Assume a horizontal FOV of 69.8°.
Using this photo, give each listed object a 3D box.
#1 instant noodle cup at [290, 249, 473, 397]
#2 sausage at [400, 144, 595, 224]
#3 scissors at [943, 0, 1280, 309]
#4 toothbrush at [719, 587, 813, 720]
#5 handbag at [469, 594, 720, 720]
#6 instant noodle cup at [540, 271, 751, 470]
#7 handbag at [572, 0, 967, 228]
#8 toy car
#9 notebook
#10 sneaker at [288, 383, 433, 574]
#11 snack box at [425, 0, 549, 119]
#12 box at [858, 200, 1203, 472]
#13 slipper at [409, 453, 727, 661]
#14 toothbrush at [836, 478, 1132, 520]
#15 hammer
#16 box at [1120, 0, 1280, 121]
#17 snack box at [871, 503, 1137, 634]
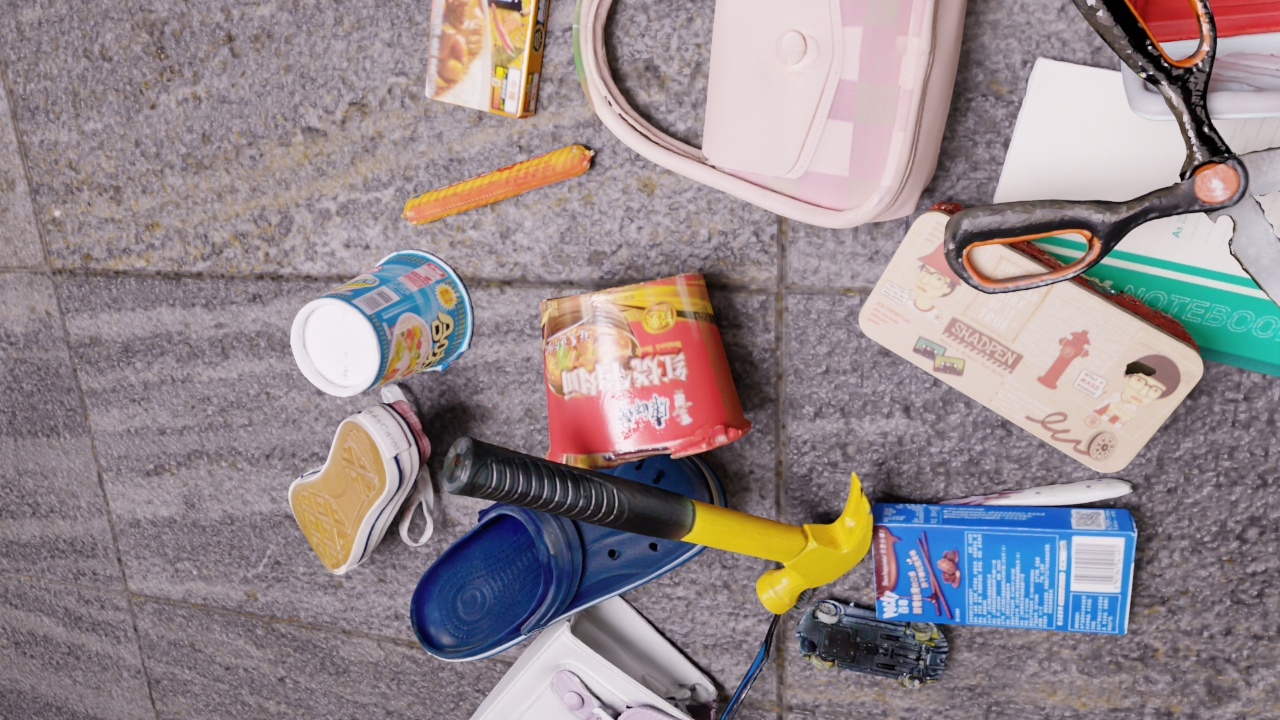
[{"bbox_3d":[-0.190,-0.023,0.668,0.099,0.109,0.099,6,108,18],"label":"instant noodle cup"},{"bbox_3d":[-0.105,-0.124,0.654,0.165,0.021,0.021,-12,102,22],"label":"sausage"},{"bbox_3d":[0.257,-0.091,0.446,0.221,0.021,0.233,-27,90,26],"label":"scissors"},{"bbox_3d":[0.081,0.235,0.672,0.016,0.014,0.189,28,91,-6],"label":"toothbrush"},{"bbox_3d":[-0.049,0.296,0.732,0.145,0.098,0.197,36,113,-3],"label":"handbag"},{"bbox_3d":[-0.004,0.004,0.605,0.138,0.137,0.108,-9,94,22],"label":"instant noodle cup"},{"bbox_3d":[0.067,-0.189,0.547,0.234,0.093,0.193,13,110,23],"label":"handbag"},{"bbox_3d":[0.164,0.199,0.656,0.106,0.031,0.049,7,110,13],"label":"toy car"},{"bbox_3d":[0.312,-0.078,0.526,0.209,0.012,0.150,15,113,14],"label":"notebook"},{"bbox_3d":[-0.209,0.096,0.729,0.118,0.087,0.242,55,138,10],"label":"sneaker"},{"bbox_3d":[-0.099,-0.245,0.610,0.075,0.026,0.154,16,111,14],"label":"snack box"},{"bbox_3d":[0.225,-0.021,0.535,0.168,0.077,0.091,32,118,12],"label":"box"},{"bbox_3d":[-0.065,0.129,0.649,0.253,0.095,0.105,-31,67,11],"label":"slipper"},{"bbox_3d":[0.224,0.100,0.612,0.188,0.016,0.017,-12,110,23],"label":"toothbrush"},{"bbox_3d":[0.024,0.094,0.555,0.300,0.032,0.129,19,129,-32],"label":"hammer"},{"bbox_3d":[0.345,-0.159,0.437,0.202,0.095,0.100,2,69,20],"label":"box"},{"bbox_3d":[0.234,0.136,0.603,0.157,0.026,0.085,-1,118,19],"label":"snack box"}]
